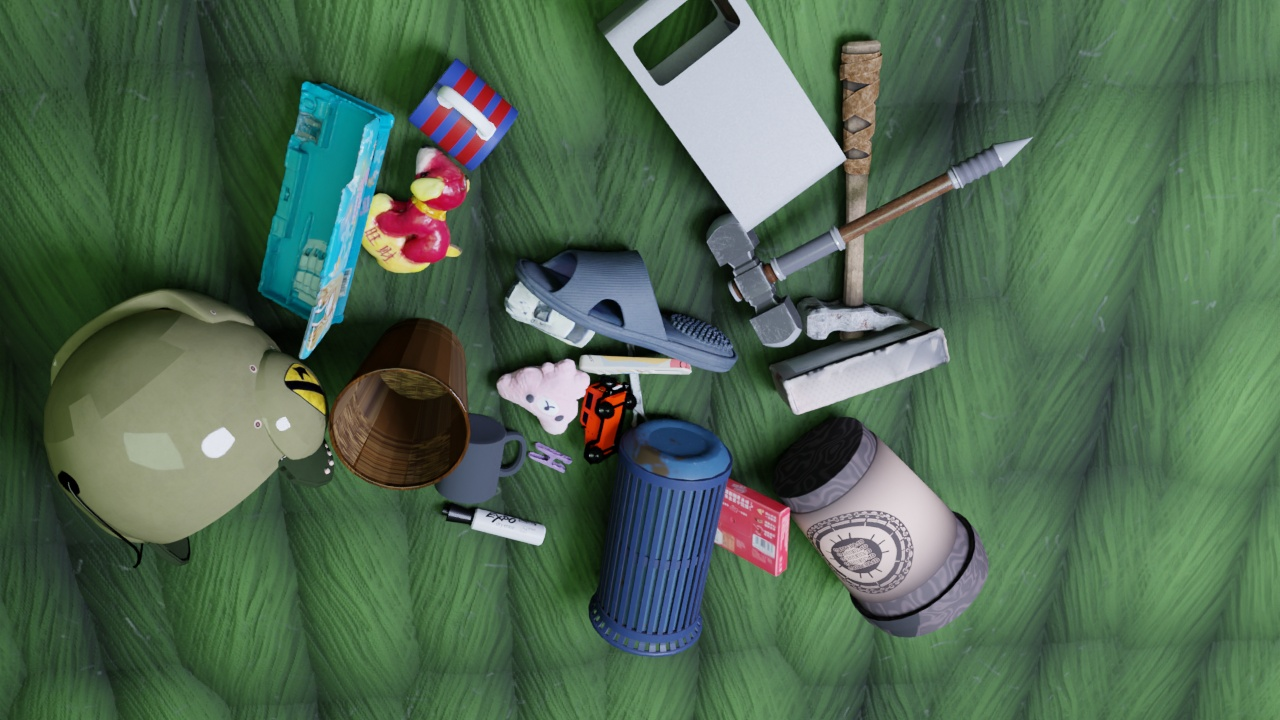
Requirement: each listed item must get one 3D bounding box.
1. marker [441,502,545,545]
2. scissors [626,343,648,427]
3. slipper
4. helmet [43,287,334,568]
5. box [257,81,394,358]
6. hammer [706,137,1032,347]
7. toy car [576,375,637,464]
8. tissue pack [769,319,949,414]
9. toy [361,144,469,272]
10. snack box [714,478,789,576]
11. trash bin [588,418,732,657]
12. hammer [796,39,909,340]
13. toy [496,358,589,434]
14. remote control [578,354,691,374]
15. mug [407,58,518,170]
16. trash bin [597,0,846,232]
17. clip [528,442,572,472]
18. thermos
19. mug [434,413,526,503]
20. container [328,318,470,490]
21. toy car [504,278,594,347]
[{"bbox_3d":[-0.178,0.197,1.109,0.126,0.025,0.025,17,111,-13],"label":"marker"},{"bbox_3d":[-0.011,0.056,1.068,0.090,0.014,0.172,-28,117,5],"label":"scissors"},{"bbox_3d":[-0.001,-0.066,0.968,0.263,0.101,0.083,21,111,-18],"label":"slipper"},{"bbox_3d":[-0.433,0.050,0.877,0.250,0.255,0.233,-29,117,7],"label":"helmet"},{"bbox_3d":[-0.296,-0.134,0.886,0.083,0.172,0.228,3,118,-40],"label":"box"},{"bbox_3d":[0.234,-0.142,0.929,0.323,0.043,0.156,-27,98,21],"label":"hammer"},{"bbox_3d":[-0.042,0.068,1.049,0.049,0.051,0.100,28,118,29],"label":"toy car"},{"bbox_3d":[0.245,0.011,1.031,0.181,0.104,0.071,-22,99,2],"label":"tissue pack"},{"bbox_3d":[-0.224,-0.143,0.930,0.105,0.067,0.138,40,112,-17],"label":"toy"},{"bbox_3d":[0.116,0.189,1.086,0.021,0.133,0.089,-23,123,-39],"label":"snack box"},{"bbox_3d":[0.024,0.200,1.066,0.139,0.139,0.250,5,114,-8],"label":"trash bin"},{"bbox_3d":[0.231,-0.171,0.975,0.121,0.049,0.319,-6,113,-6],"label":"hammer"},{"bbox_3d":[-0.099,0.034,1.024,0.096,0.052,0.099,-35,116,30],"label":"toy"},{"bbox_3d":[-0.006,0.006,1.014,0.126,0.038,0.018,1,82,13],"label":"remote control"},{"bbox_3d":[-0.165,-0.232,0.867,0.076,0.112,0.075,38,90,-20],"label":"mug"},{"bbox_3d":[0.076,-0.258,0.877,0.114,0.114,0.229,-36,113,10],"label":"trash bin"},{"bbox_3d":[-0.105,0.113,1.086,0.037,0.013,0.053,-40,114,13],"label":"clip"},{"bbox_3d":[0.275,0.190,1.082,0.173,0.172,0.226,-39,106,12],"label":"thermos"},{"bbox_3d":[-0.180,0.110,1.052,0.105,0.071,0.078,-3,118,-34],"label":"mug"},{"bbox_3d":[-0.237,0.034,0.949,0.132,0.167,0.132,-2,115,-5],"label":"container"},{"bbox_3d":[-0.097,-0.051,1.001,0.105,0.033,0.048,26,111,-15],"label":"toy car"}]
